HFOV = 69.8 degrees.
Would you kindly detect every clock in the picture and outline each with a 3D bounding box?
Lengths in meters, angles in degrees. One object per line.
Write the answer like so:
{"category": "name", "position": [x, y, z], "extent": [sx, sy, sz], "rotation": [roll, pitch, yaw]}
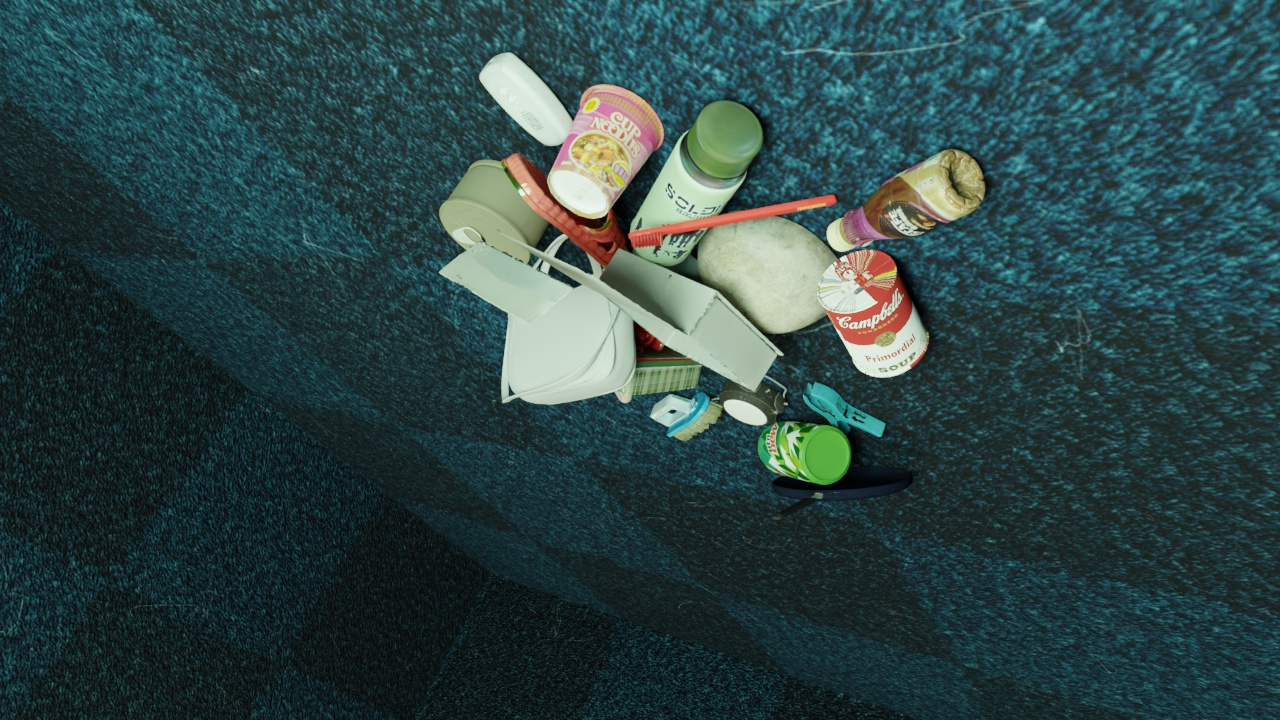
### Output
{"category": "clock", "position": [0.163, 0.060, 1.345], "extent": [0.091, 0.043, 0.123], "rotation": [32, 155, -11]}

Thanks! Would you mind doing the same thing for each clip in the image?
{"category": "clip", "position": [0.280, 0.070, 1.272], "extent": [0.119, 0.027, 0.103], "rotation": [36, 151, -20]}

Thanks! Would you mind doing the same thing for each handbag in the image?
{"category": "handbag", "position": [-0.106, -0.060, 1.175], "extent": [0.216, 0.222, 0.095], "rotation": [-13, 161, 29]}

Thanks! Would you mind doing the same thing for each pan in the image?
{"category": "pan", "position": [0.252, 0.184, 1.262], "extent": [0.199, 0.021, 0.355], "rotation": [-4, -179, 30]}

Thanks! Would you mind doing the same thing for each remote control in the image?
{"category": "remote control", "position": [-0.120, -0.278, 0.986], "extent": [0.114, 0.028, 0.060], "rotation": [42, 151, -29]}

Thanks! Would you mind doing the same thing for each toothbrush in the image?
{"category": "toothbrush", "position": [0.093, -0.139, 0.928], "extent": [0.212, 0.018, 0.012], "rotation": [-10, 164, 3]}

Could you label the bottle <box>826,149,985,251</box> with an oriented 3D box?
{"category": "bottle", "position": [0.239, -0.141, 0.859], "extent": [0.059, 0.059, 0.166], "rotation": [36, 154, -18]}

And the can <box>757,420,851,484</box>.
{"category": "can", "position": [0.235, 0.131, 1.334], "extent": [0.083, 0.083, 0.144], "rotation": [34, 170, -15]}

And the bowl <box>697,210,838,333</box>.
{"category": "bowl", "position": [0.137, -0.085, 1.049], "extent": [0.178, 0.081, 0.179], "rotation": [23, 153, 12]}

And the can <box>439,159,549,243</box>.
{"category": "can", "position": [-0.183, -0.186, 1.173], "extent": [0.128, 0.073, 0.128], "rotation": [22, 155, 11]}

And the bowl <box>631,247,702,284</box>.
{"category": "bowl", "position": [0.030, -0.103, 1.164], "extent": [0.106, 0.039, 0.106], "rotation": [22, 155, 11]}

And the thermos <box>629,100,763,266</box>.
{"category": "thermos", "position": [0.058, -0.179, 0.949], "extent": [0.082, 0.082, 0.232], "rotation": [29, 156, -4]}

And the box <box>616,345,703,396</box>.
{"category": "box", "position": [-0.008, 0.007, 1.278], "extent": [0.118, 0.051, 0.205], "rotation": [18, -170, 32]}

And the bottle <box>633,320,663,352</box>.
{"category": "bottle", "position": [-0.016, -0.055, 1.231], "extent": [0.111, 0.098, 0.099], "rotation": [20, 156, -5]}

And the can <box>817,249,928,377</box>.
{"category": "can", "position": [0.253, -0.049, 0.992], "extent": [0.087, 0.086, 0.116], "rotation": [5, 147, 40]}

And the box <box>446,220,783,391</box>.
{"category": "box", "position": [-0.008, -0.067, 0.982], "extent": [0.166, 0.098, 0.368], "rotation": [28, -179, 43]}

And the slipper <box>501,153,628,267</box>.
{"category": "slipper", "position": [-0.069, -0.178, 1.041], "extent": [0.103, 0.059, 0.248], "rotation": [58, -167, 25]}

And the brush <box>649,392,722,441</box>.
{"category": "brush", "position": [0.073, 0.081, 1.460], "extent": [0.075, 0.055, 0.136], "rotation": [27, 155, -12]}

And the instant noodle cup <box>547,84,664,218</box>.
{"category": "instant noodle cup", "position": [-0.041, -0.210, 0.945], "extent": [0.098, 0.108, 0.098], "rotation": [22, 154, 11]}

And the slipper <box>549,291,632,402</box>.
{"category": "slipper", "position": [-0.075, -0.015, 1.382], "extent": [0.221, 0.055, 0.106], "rotation": [55, 178, -34]}
